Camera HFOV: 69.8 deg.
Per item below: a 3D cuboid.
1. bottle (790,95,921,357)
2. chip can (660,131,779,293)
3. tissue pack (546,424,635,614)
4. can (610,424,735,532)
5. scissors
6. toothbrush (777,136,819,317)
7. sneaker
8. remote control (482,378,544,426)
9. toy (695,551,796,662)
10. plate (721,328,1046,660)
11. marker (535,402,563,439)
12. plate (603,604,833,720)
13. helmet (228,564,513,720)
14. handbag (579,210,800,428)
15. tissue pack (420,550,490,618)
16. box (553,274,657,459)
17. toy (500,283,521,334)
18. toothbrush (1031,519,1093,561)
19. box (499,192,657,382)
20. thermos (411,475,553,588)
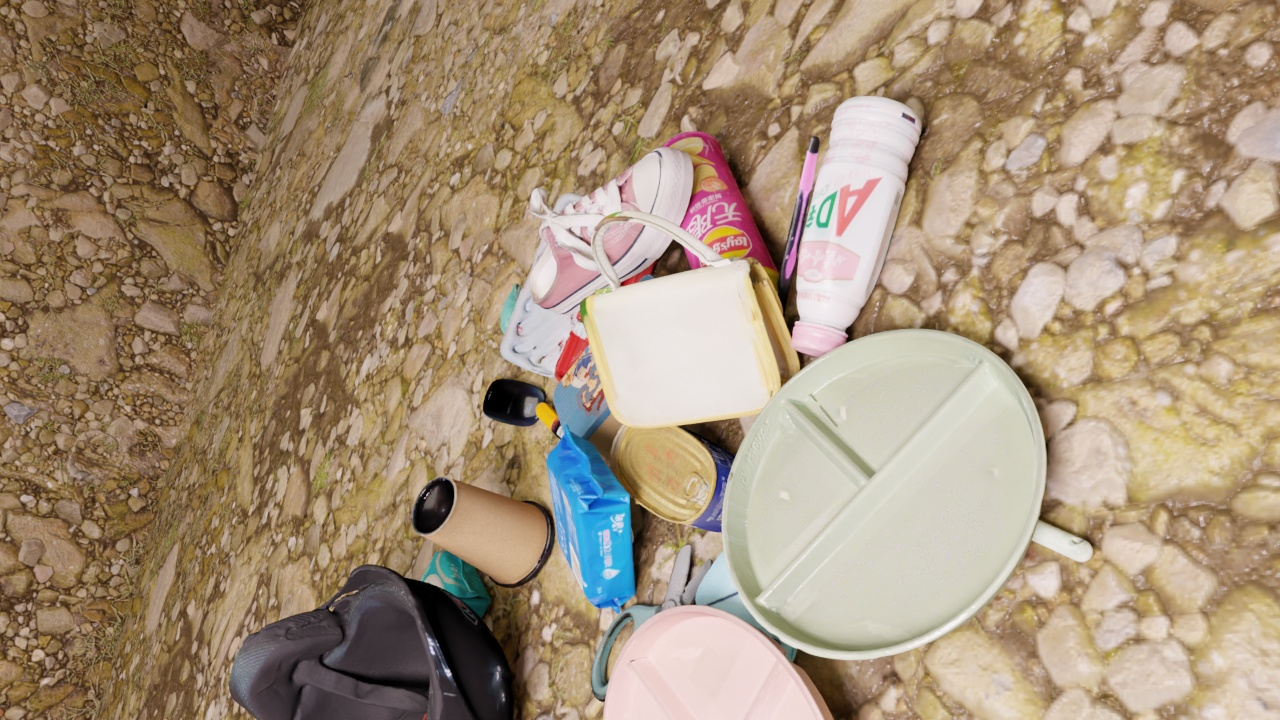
[{"bbox_3d":[0.160,-0.100,0.705,0.068,0.068,0.197,9,82,55],"label":"bottle"},{"bbox_3d":[0.067,-0.122,0.834,0.072,0.071,0.210,-45,40,28],"label":"chip can"},{"bbox_3d":[-0.041,0.139,0.803,0.095,0.052,0.157,-129,29,-52],"label":"tissue pack"},{"bbox_3d":[0.032,0.095,0.780,0.148,0.049,0.074,25,93,55],"label":"can"},{"bbox_3d":[0.007,0.234,0.767,0.172,0.019,0.176,-9,66,52],"label":"scissors"},{"bbox_3d":[0.119,-0.085,0.734,0.017,0.014,0.189,-126,39,-58],"label":"toothbrush"},{"bbox_3d":[-0.048,-0.122,0.867,0.242,0.087,0.118,-35,51,43],"label":"sneaker"},{"bbox_3d":[-0.156,0.048,1.079,0.137,0.024,0.053,6,78,54],"label":"remote control"},{"bbox_3d":[0.092,0.169,0.661,0.157,0.049,0.161,-16,61,40],"label":"toy"},{"bbox_3d":[0.152,0.083,0.603,0.231,0.027,0.229,-28,45,31],"label":"plate"},{"bbox_3d":[-0.080,0.076,0.973,0.124,0.015,0.018,38,104,52],"label":"marker"},{"bbox_3d":[0.054,0.282,0.623,0.230,0.028,0.229,-4,84,49],"label":"plate"},{"bbox_3d":[-0.228,0.322,0.847,0.233,0.230,0.275,34,101,40],"label":"helmet"},{"bbox_3d":[0.031,-0.041,0.740,0.164,0.063,0.179,-10,107,33],"label":"handbag"},{"bbox_3d":[-0.220,0.280,1.015,0.133,0.050,0.093,-61,34,9],"label":"tissue pack"},{"bbox_3d":[-0.005,0.005,0.870,0.185,0.063,0.089,-53,38,22],"label":"box"},{"bbox_3d":[-0.147,-0.045,1.115,0.092,0.030,0.096,15,90,57],"label":"toy"},{"bbox_3d":[0.202,0.083,0.589,0.190,0.029,0.020,28,138,54],"label":"toothbrush"},{"bbox_3d":[-0.061,-0.072,0.988,0.160,0.063,0.201,23,91,38],"label":"box"},{"bbox_3d":[-0.156,0.170,0.922,0.093,0.143,0.092,-21,52,30],"label":"thermos"}]
